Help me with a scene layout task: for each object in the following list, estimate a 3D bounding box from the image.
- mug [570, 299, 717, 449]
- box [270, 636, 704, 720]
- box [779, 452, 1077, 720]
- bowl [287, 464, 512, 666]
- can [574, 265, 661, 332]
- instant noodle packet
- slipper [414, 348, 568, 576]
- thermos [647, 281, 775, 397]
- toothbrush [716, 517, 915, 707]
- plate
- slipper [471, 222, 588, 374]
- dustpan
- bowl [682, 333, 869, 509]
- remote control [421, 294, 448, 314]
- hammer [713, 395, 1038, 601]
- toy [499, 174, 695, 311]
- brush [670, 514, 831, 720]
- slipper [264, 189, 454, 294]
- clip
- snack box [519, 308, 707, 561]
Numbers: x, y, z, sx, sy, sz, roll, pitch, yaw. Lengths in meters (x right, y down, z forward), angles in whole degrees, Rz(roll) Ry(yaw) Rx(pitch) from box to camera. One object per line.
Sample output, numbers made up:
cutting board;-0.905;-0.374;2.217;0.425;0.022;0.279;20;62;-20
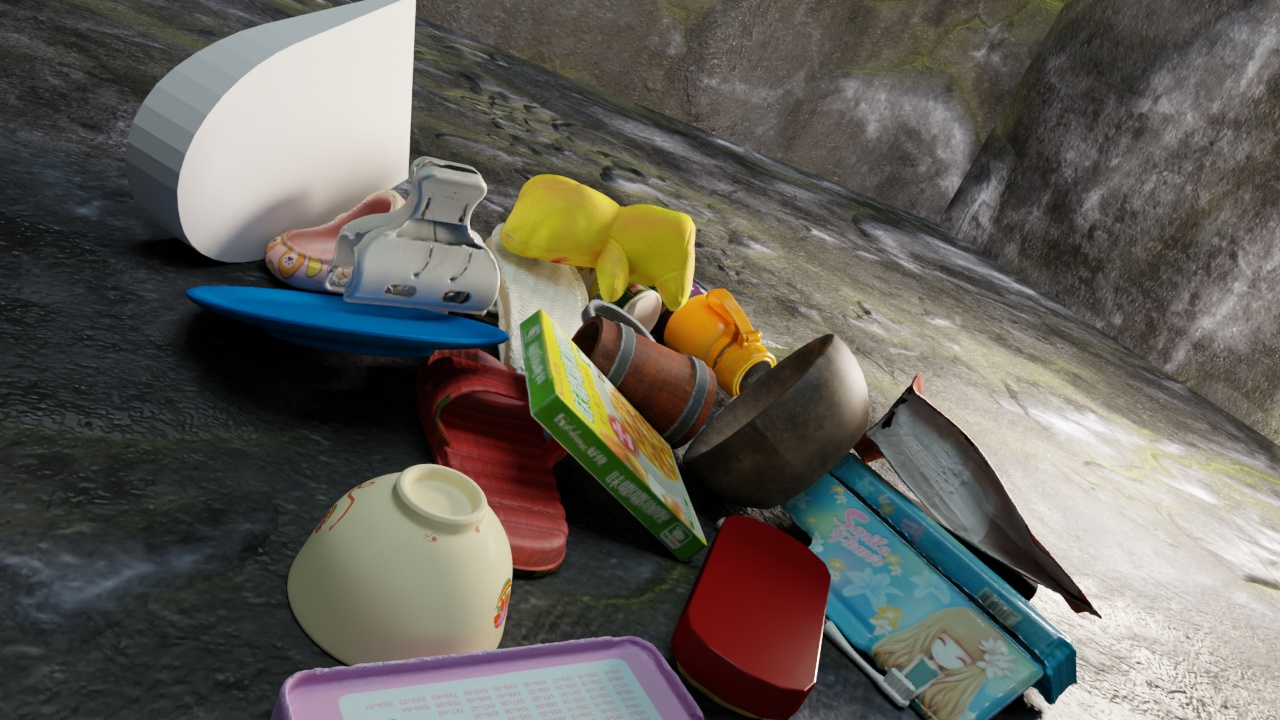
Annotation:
mug;-0.005;0.005;0.778;0.111;0.082;0.117;28;35;-24
box;-0.042;0.184;0.409;0.213;0.041;0.151;8;15;-39
box;0.210;0.163;0.694;0.168;0.087;0.227;5;29;-42
bowl;-0.115;0.098;0.483;0.118;0.074;0.117;22;21;-9
can;-0.040;-0.072;0.977;0.121;0.067;0.067;38;25;30
instant noodle packet;0.288;0.124;0.765;0.221;0.084;0.164;46;3;22
slipper;-0.098;0.047;0.645;0.103;0.059;0.248;13;25;-27
thermos;0.049;-0.048;0.992;0.232;0.076;0.091;44;-17;40
toothbrush;0.119;0.171;0.651;0.187;0.017;0.012;41;15;36
plate;-0.210;-0.024;0.672;0.224;0.024;0.224;9;6;-1
slipper;-0.101;-0.043;0.862;0.114;0.054;0.272;17;31;-25
dustpan;-0.299;-0.191;0.770;0.053;0.192;0.256;31;46;13
bowl;0.116;0.056;0.743;0.070;0.162;0.162;49;22;-2
remote control;-0.219;-0.078;0.865;0.043;0.013;0.136;6;28;-40
hammer;0.224;0.124;0.871;0.324;0.029;0.126;32;22;14
toy;-0.035;-0.124;0.906;0.194;0.088;0.134;19;33;-5
brush;0.070;0.162;0.583;0.082;0.042;0.173;28;21;7
slipper;-0.224;-0.106;0.804;0.196;0.082;0.093;-8;37;-37
clip;-0.168;-0.083;0.731;0.126;0.152;0.105;4;55;-39
snack box;-0.021;0.052;0.661;0.168;0.027;0.131;48;11;-28
